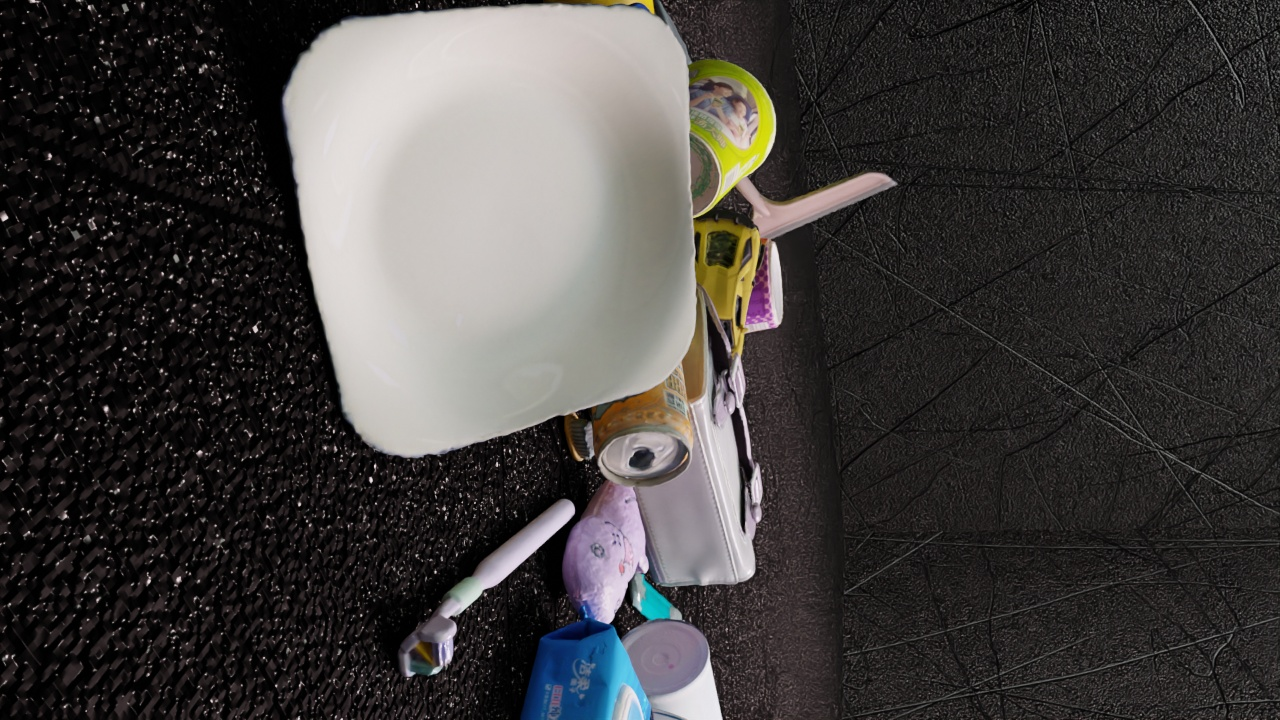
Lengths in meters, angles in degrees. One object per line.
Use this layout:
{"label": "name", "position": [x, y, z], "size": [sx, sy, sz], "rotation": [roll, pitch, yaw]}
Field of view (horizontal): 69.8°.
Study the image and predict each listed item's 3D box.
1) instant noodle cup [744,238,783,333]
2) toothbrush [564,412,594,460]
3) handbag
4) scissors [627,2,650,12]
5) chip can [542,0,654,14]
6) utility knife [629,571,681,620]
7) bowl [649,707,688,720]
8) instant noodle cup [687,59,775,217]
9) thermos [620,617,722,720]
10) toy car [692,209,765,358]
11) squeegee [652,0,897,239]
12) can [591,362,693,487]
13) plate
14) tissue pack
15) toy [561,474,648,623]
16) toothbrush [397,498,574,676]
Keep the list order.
{"label": "instant noodle cup", "position": [0.082, -0.071, 0.874], "size": [0.111, 0.099, 0.111], "rotation": [-5, 89, -75]}
{"label": "toothbrush", "position": [-0.050, -0.023, 0.527], "size": [0.016, 0.018, 0.191], "rotation": [-43, 131, -49]}
{"label": "handbag", "position": [0.036, 0.057, 0.694], "size": [0.144, 0.098, 0.197], "rotation": [-85, 164, -48]}
{"label": "scissors", "position": [-0.034, -0.130, 0.506], "size": [0.162, 0.012, 0.173], "rotation": [25, 77, -44]}
{"label": "chip can", "position": [-0.025, -0.207, 0.568], "size": [0.072, 0.072, 0.213], "rotation": [-37, 121, -72]}
{"label": "utility knife", "position": [0.024, 0.210, 0.753], "size": [0.223, 0.013, 0.029], "rotation": [60, 31, -59]}
{"label": "bowl", "position": [0.023, 0.276, 0.552], "size": [0.116, 0.066, 0.116], "rotation": [-169, -87, -86]}
{"label": "instant noodle cup", "position": [0.045, -0.178, 0.766], "size": [0.123, 0.112, 0.112], "rotation": [-58, 142, -51]}
{"label": "thermos", "position": [0.034, 0.293, 0.667], "size": [0.073, 0.073, 0.224], "rotation": [-69, 152, -56]}
{"label": "toy car", "position": [0.065, -0.054, 0.807], "size": [0.041, 0.071, 0.156], "rotation": [-51, 151, -80]}
{"label": "squeegee", "position": [0.068, -0.217, 0.846], "size": [0.040, 0.248, 0.249], "rotation": [-40, 103, -39]}
{"label": "can", "position": [-0.003, 0.003, 0.566], "size": [0.058, 0.058, 0.145], "rotation": [69, 11, -47]}
{"label": "plate", "position": [-0.052, -0.053, 0.365], "size": [0.163, 0.034, 0.164], "rotation": [-15, 113, -29]}
{"label": "tissue pack", "position": [-0.030, 0.219, 0.478], "size": [0.156, 0.052, 0.095], "rotation": [-77, 158, -46]}
{"label": "toy", "position": [-0.021, 0.118, 0.561], "size": [0.107, 0.039, 0.084], "rotation": [-57, 134, -67]}
{"label": "toothbrush", "position": [-0.064, 0.100, 0.446], "size": [0.021, 0.029, 0.189], "rotation": [48, 16, 2]}
